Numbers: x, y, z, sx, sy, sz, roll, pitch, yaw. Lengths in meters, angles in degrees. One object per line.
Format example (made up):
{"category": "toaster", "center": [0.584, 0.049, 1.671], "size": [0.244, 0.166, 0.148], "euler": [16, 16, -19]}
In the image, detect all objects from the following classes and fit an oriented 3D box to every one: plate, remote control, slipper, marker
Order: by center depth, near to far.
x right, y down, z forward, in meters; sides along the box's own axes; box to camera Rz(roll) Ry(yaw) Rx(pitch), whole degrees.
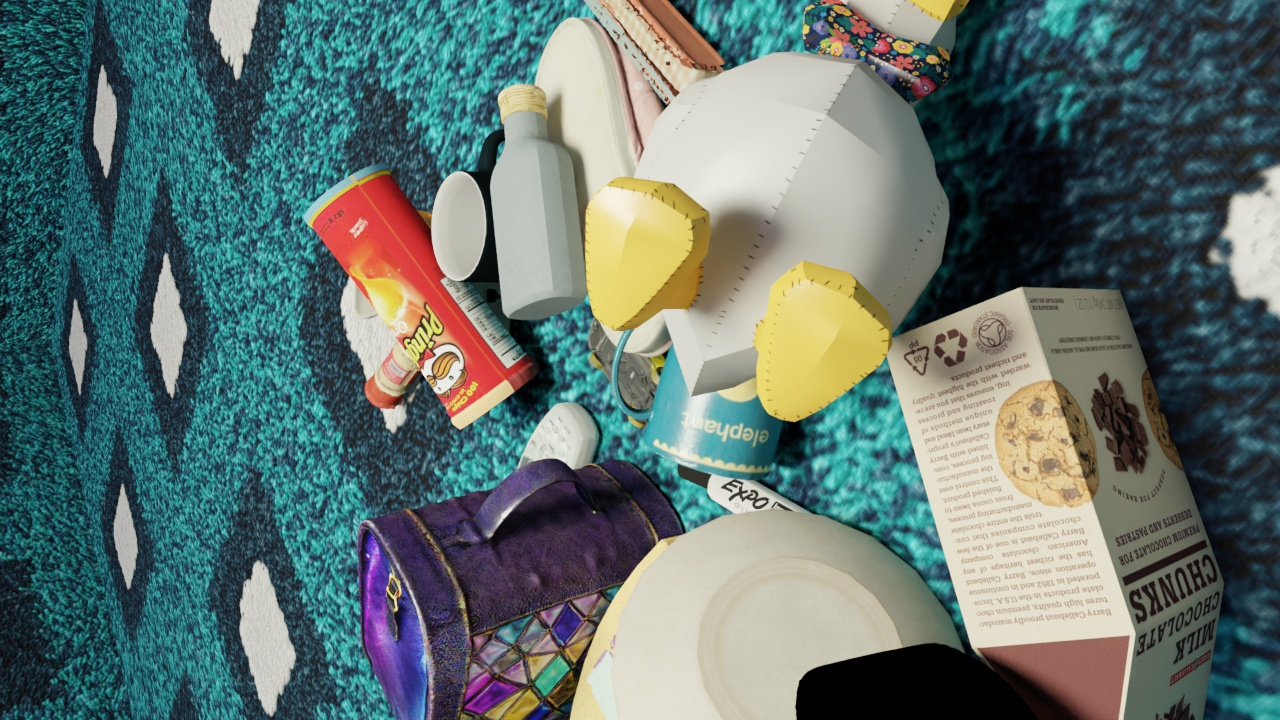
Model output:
{"category": "plate", "center": [0.081, 0.156, 0.471], "size": [0.188, 0.188, 0.027], "euler": [56, 158, 31]}
{"category": "marker", "center": [0.069, 0.089, 0.597], "size": [0.126, 0.025, 0.025], "euler": [27, 113, 45]}
{"category": "slipper", "center": [-0.015, -0.128, 0.658], "size": [0.114, 0.054, 0.274], "euler": [-39, 59, 45]}
{"category": "remote control", "center": [-0.070, 0.086, 0.758], "size": [0.060, 0.028, 0.115], "euler": [54, 130, 33]}

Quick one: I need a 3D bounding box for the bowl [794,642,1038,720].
{"category": "bowl", "center": [0.124, 0.170, 0.382], "size": [0.115, 0.062, 0.115], "euler": [51, 152, 41]}

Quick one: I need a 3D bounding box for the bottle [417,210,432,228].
{"category": "bottle", "center": [-0.220, -0.090, 0.893], "size": [0.063, 0.063, 0.109], "euler": [41, 122, 40]}

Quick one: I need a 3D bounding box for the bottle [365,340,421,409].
{"category": "bottle", "center": [-0.248, 0.008, 0.950], "size": [0.109, 0.044, 0.044], "euler": [-44, 60, 41]}

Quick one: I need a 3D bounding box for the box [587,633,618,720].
{"category": "box", "center": [0.045, 0.253, 0.511], "size": [0.230, 0.035, 0.159], "euler": [56, 130, 31]}

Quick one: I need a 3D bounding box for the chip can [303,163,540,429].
{"category": "chip can", "center": [-0.180, -0.052, 0.765], "size": [0.087, 0.086, 0.213], "euler": [-30, 98, 46]}

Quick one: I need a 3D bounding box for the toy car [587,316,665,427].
{"category": "toy car", "center": [-0.004, 0.004, 0.673], "size": [0.107, 0.030, 0.049], "euler": [54, 131, 29]}

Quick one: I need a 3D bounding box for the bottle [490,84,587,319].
{"category": "bottle", "center": [-0.076, -0.115, 0.653], "size": [0.072, 0.046, 0.161], "euler": [-19, 75, 51]}

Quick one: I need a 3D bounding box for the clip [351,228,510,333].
{"category": "clip", "center": [-0.186, -0.064, 0.837], "size": [0.147, 0.081, 0.125], "euler": [5, 96, 10]}

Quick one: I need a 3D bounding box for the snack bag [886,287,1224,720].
{"category": "snack bag", "center": [0.190, 0.077, 0.401], "size": [0.070, 0.094, 0.206], "euler": [-26, 73, 47]}

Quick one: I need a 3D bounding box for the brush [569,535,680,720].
{"category": "brush", "center": [0.068, 0.250, 0.570], "size": [0.250, 0.075, 0.195], "euler": [46, 125, 38]}

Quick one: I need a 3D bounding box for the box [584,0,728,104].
{"category": "box", "center": [0.003, -0.242, 0.636], "size": [0.058, 0.053, 0.186], "euler": [-34, 60, 0]}

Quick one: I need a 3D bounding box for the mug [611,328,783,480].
{"category": "mug", "center": [0.039, 0.007, 0.566], "size": [0.084, 0.112, 0.104], "euler": [-103, 27, -80]}

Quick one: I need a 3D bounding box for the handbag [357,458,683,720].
{"category": "handbag", "center": [-0.089, 0.164, 0.656], "size": [0.125, 0.204, 0.222], "euler": [44, 130, 38]}

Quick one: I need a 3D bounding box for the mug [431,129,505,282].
{"category": "mug", "center": [-0.105, -0.123, 0.733], "size": [0.085, 0.094, 0.121], "euler": [3, 94, 49]}

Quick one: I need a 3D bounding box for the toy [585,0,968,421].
{"category": "toy", "center": [0.076, -0.083, 0.432], "size": [0.141, 0.266, 0.247], "euler": [28, 132, 7]}
